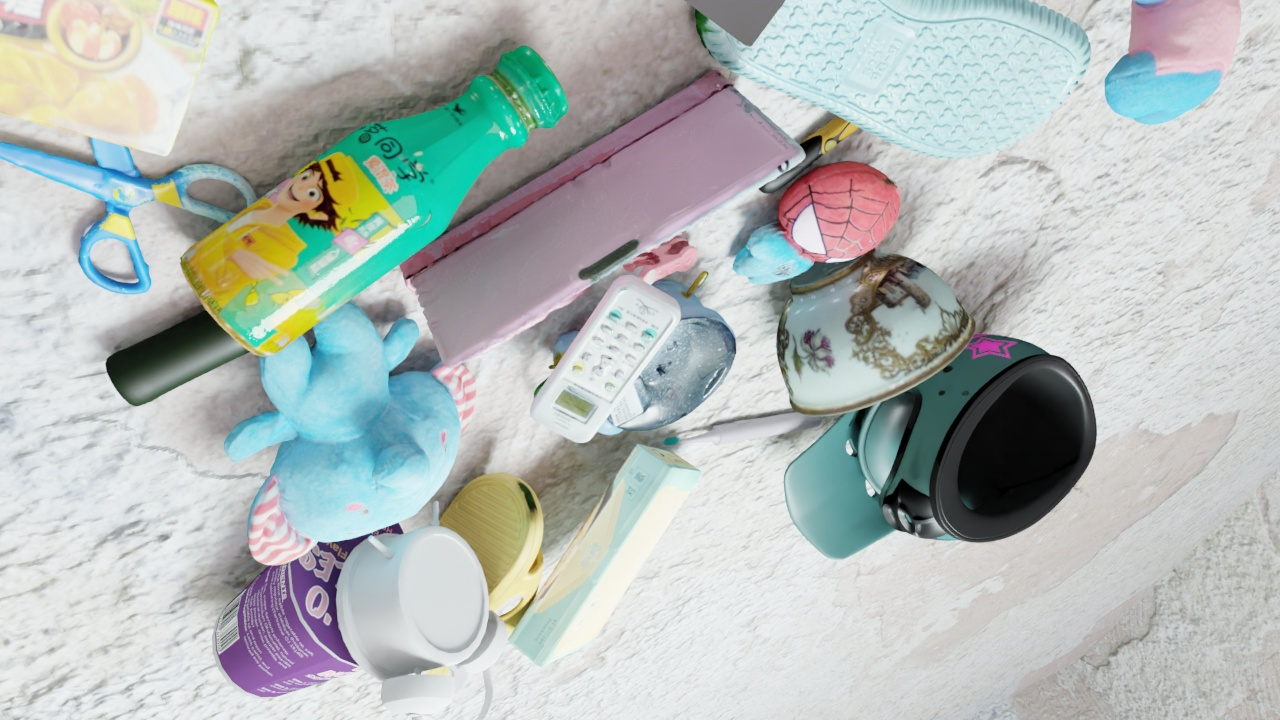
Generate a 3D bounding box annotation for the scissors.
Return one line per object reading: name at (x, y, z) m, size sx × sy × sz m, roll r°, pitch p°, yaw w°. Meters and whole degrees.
scissors at (-0.245, -0.084, 0.450) m, size 0.123 × 0.016 × 0.126 m, roll -19°, pitch 142°, yaw -25°

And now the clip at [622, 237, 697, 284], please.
clip at (0.010, -0.073, 0.656) m, size 0.059 × 0.045 × 0.023 m, roll -47°, pitch 162°, yaw -41°

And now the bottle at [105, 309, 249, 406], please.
bottle at (-0.236, -0.016, 0.520) m, size 0.123 × 0.033 × 0.033 m, roll -28°, pitch 144°, yaw -8°

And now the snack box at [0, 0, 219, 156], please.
snack box at (-0.256, -0.138, 0.361) m, size 0.152 × 0.025 × 0.075 m, roll 10°, pitch 119°, yaw -44°

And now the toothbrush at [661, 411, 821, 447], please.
toothbrush at (0.099, 0.067, 0.883) m, size 0.187 × 0.018 × 0.019 m, roll -7°, pitch 135°, yaw -32°

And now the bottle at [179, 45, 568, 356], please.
bottle at (-0.133, -0.089, 0.482) m, size 0.209 × 0.068 × 0.068 m, roll -38°, pitch 145°, yaw -6°

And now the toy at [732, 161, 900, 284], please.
toy at (0.129, -0.097, 0.682) m, size 0.133 × 0.062 × 0.092 m, roll -36°, pitch 141°, yaw 23°

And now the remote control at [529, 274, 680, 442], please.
remote control at (-0.026, 0.000, 0.625) m, size 0.050 × 0.022 × 0.134 m, roll 28°, pitch 121°, yaw -15°

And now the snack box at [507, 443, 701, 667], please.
snack box at (-0.023, 0.166, 0.796) m, size 0.193 × 0.044 × 0.141 m, roll -57°, pitch 164°, yaw 1°

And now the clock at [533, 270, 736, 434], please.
clock at (-0.004, 0.004, 0.696) m, size 0.162 × 0.060 × 0.118 m, roll -28°, pitch 143°, yaw -6°

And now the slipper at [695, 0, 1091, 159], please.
slipper at (0.157, -0.202, 0.576) m, size 0.275 × 0.069 × 0.116 m, roll 9°, pitch 129°, yaw -24°

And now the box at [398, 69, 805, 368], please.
box at (-0.017, -0.065, 0.558) m, size 0.232 × 0.115 × 0.106 m, roll -31°, pitch 145°, yaw -3°

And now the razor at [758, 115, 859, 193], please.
razor at (0.141, -0.166, 0.644) m, size 0.144 × 0.021 × 0.044 m, roll -37°, pitch 144°, yaw 10°

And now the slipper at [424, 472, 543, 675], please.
slipper at (-0.138, 0.189, 0.780) m, size 0.078 × 0.099 × 0.264 m, roll 3°, pitch 135°, yaw -42°

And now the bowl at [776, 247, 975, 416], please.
bowl at (0.172, -0.037, 0.735) m, size 0.160 × 0.160 × 0.094 m, roll -31°, pitch 103°, yaw -4°

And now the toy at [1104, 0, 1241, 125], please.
toy at (0.335, -0.250, 0.586) m, size 0.223 × 0.099 × 0.191 m, roll -14°, pitch 107°, yaw -43°

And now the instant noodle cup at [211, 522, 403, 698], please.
instant noodle cup at (-0.248, 0.188, 0.693) m, size 0.122 × 0.136 × 0.122 m, roll -32°, pitch 121°, yaw 23°

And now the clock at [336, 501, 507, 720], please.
clock at (-0.152, 0.190, 0.652) m, size 0.061 × 0.159 × 0.119 m, roll -20°, pitch -178°, yaw 24°

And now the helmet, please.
helmet at (0.287, 0.085, 0.896) m, size 0.274 × 0.201 × 0.176 m, roll -33°, pitch 102°, yaw -23°

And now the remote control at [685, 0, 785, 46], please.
remote control at (0.024, -0.219, 0.466) m, size 0.133 × 0.013 × 0.058 m, roll 25°, pitch 117°, yaw -32°

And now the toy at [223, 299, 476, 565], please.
toy at (-0.172, 0.043, 0.572) m, size 0.183 × 0.115 × 0.181 m, roll -37°, pitch 148°, yaw -28°
